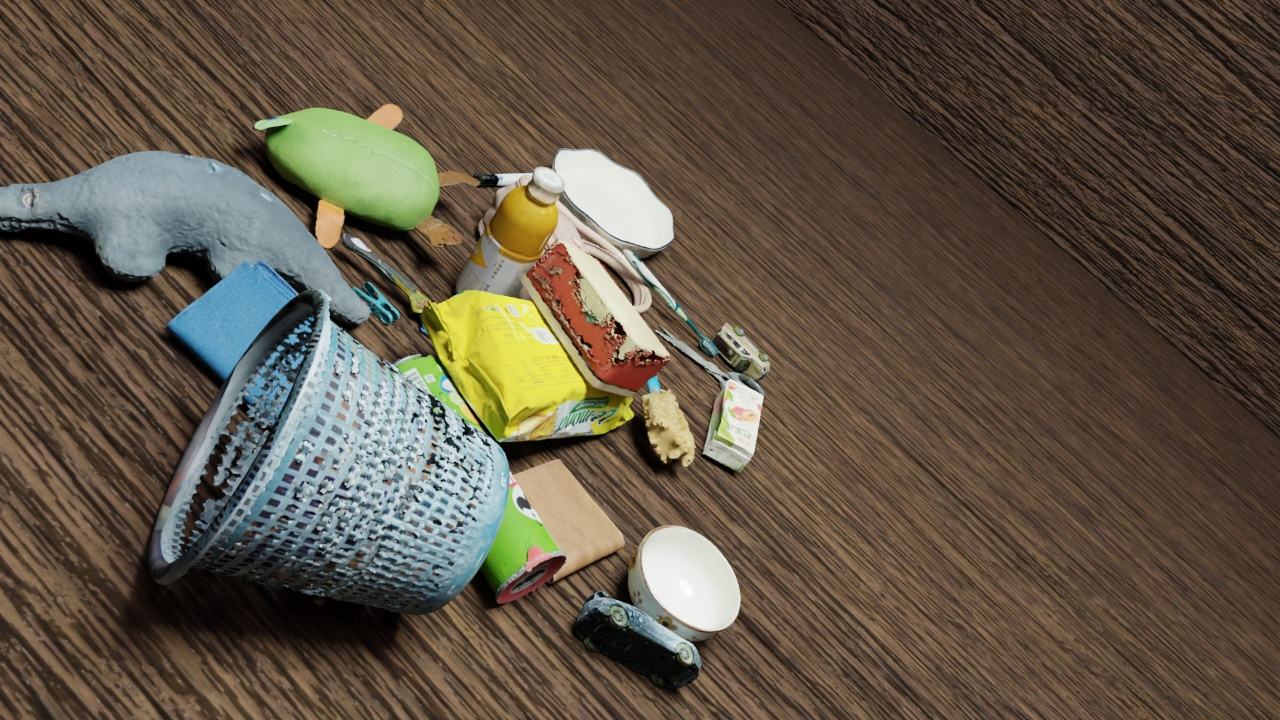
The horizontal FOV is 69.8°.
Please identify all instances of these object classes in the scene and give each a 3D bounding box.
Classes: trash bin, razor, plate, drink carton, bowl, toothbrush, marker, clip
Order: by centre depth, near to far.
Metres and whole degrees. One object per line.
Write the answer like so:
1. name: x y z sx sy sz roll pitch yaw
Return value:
1. trash bin: -0.217 0.091 0.691 0.195 0.227 0.226 33 32 -31
2. bowl: 0.032 0.221 0.877 0.113 0.062 0.113 25 38 -21
3. clip: -0.277 -0.060 0.960 0.056 0.014 0.041 42 35 8
4. razor: -0.262 -0.086 0.981 0.142 0.022 0.042 44 32 -7
5. drink carton: 0.114 0.080 1.128 0.053 0.046 0.122 28 35 -5
6. toothbrush: 0.040 -0.075 1.234 0.191 0.016 0.018 48 43 -10
7. marker: -0.177 -0.251 1.267 0.022 0.018 0.130 45 34 23
8. plate: -0.045 -0.224 1.328 0.204 0.046 0.204 26 37 -22

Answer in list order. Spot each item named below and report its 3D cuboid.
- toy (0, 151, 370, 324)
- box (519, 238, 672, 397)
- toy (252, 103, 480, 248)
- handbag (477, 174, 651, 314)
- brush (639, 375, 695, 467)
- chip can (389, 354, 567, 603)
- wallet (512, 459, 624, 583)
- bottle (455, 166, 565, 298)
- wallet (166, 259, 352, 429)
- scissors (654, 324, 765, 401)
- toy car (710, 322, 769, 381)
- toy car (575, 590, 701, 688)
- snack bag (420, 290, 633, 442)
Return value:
1. toy: -0.422 -0.125 0.849 0.355 0.092 0.137 12 70 -32
2. box: -0.043 -0.051 0.961 0.168 0.079 0.091 54 18 28
3. toy: -0.308 -0.213 1.041 0.246 0.090 0.226 24 51 -15
4. handbag: -0.077 -0.119 1.167 0.234 0.094 0.193 17 38 -46
5. brush: -0.006 0.006 1.040 0.254 0.046 0.083 62 14 3
6. chip can: -0.157 0.102 0.832 0.072 0.072 0.236 -11 57 -48
7. wallet: -0.082 0.152 0.891 0.101 0.020 0.115 -14 57 -48
8. bottle: -0.140 -0.128 1.006 0.068 0.190 0.067 23 37 -19
9. wallet: -0.331 -0.017 0.815 0.133 0.040 0.106 42 65 2
10. scissors: 0.096 0.008 1.228 0.145 0.014 0.172 1 47 -40
11. toy car: 0.137 -0.008 1.255 0.090 0.042 0.035 45 45 12
12. toy car: 0.000 0.250 0.820 0.120 0.054 0.036 33 37 -8
13. snack bag: -0.108 0.003 0.943 0.158 0.068 0.246 52 19 18
